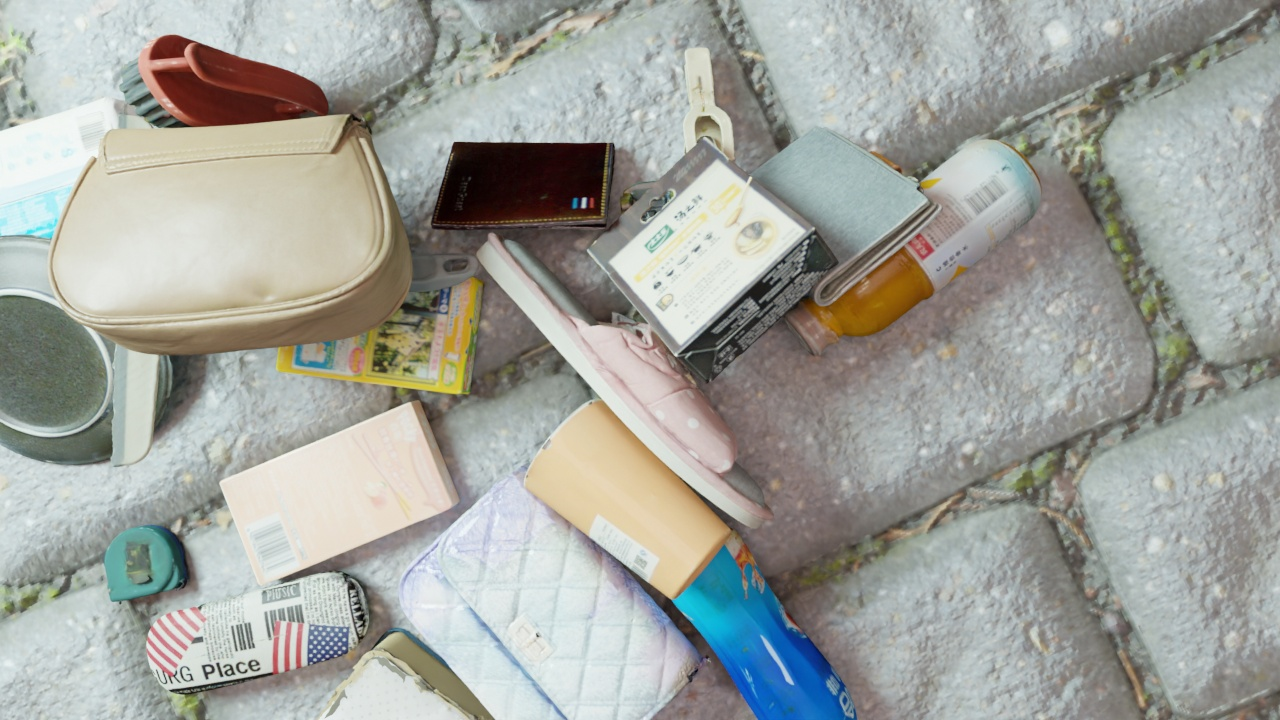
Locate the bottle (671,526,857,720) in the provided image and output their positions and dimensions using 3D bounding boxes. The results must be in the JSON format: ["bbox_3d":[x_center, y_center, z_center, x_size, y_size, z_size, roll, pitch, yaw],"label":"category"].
[{"bbox_3d":[0.098,0.219,0.638,0.065,0.065,0.218,-35,87,2],"label":"bottle"}]

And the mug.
[{"bbox_3d":[-0.006,0.093,0.595,0.123,0.078,0.078,40,91,16],"label":"mug"}]

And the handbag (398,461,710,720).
[{"bbox_3d":[-0.065,0.184,0.643,0.134,0.075,0.194,-43,88,1],"label":"handbag"}]

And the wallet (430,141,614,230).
[{"bbox_3d":[-0.081,-0.124,0.652,0.122,0.020,0.096,0,46,4],"label":"wallet"}]

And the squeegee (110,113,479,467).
[{"bbox_3d":[-0.235,-0.057,0.643,0.246,0.039,0.246,-4,81,-3],"label":"squeegee"}]

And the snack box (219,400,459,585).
[{"bbox_3d":[-0.221,0.097,0.677,0.157,0.026,0.084,-22,88,2],"label":"snack box"}]

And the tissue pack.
[{"bbox_3d":[-0.409,-0.128,0.672,0.140,0.063,0.090,-16,89,3],"label":"tissue pack"}]

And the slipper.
[{"bbox_3d":[-0.004,0.004,0.628,0.274,0.114,0.054,45,95,9],"label":"slipper"}]

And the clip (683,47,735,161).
[{"bbox_3d":[0.046,-0.172,0.647,0.035,0.092,0.103,-4,100,3],"label":"clip"}]

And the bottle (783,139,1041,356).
[{"bbox_3d":[0.185,-0.074,0.636,0.189,0.068,0.068,-38,87,2],"label":"bottle"}]

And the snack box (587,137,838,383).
[{"bbox_3d":[0.043,-0.067,0.596,0.113,0.053,0.125,-43,44,5],"label":"snack box"}]

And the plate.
[{"bbox_3d":[-0.432,0.000,0.661,0.179,0.024,0.180,1,112,2],"label":"plate"}]

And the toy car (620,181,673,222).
[{"bbox_3d":[0.009,-0.083,0.662,0.043,0.036,0.091,-4,93,4],"label":"toy car"}]

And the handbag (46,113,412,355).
[{"bbox_3d":[-0.250,-0.077,0.580,0.204,0.100,0.147,-4,73,-3],"label":"handbag"}]

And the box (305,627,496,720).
[{"bbox_3d":[-0.149,0.274,0.656,0.184,0.059,0.090,40,91,5],"label":"box"}]

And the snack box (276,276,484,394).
[{"bbox_3d":[-0.191,-0.026,0.675,0.140,0.033,0.087,7,89,5],"label":"snack box"}]

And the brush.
[{"bbox_3d":[-0.278,-0.182,0.625,0.069,0.145,0.063,-13,89,16],"label":"brush"}]

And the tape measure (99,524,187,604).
[{"bbox_3d":[-0.372,0.151,0.686,0.058,0.025,0.054,-13,89,2],"label":"tape measure"}]

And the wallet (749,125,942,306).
[{"bbox_3d":[0.128,-0.103,0.626,0.106,0.037,0.129,-37,44,1],"label":"wallet"}]

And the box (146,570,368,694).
[{"bbox_3d":[-0.280,0.199,0.676,0.164,0.057,0.071,-12,105,4],"label":"box"}]
